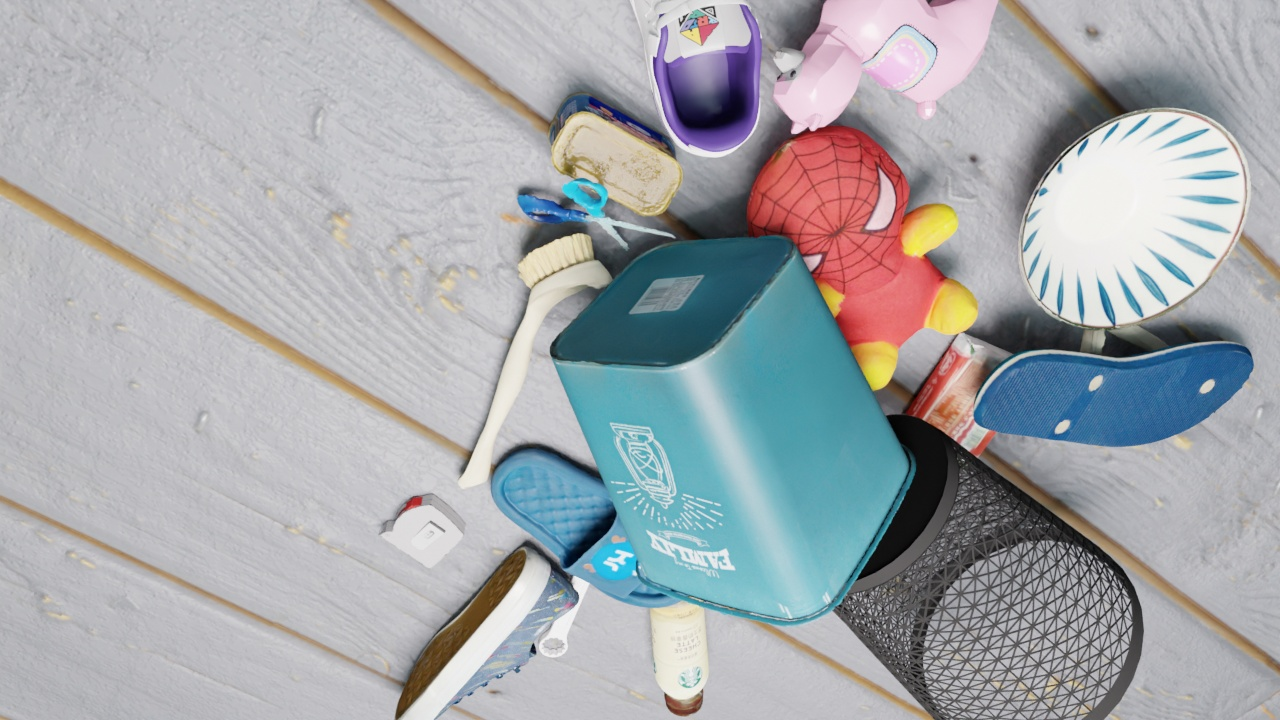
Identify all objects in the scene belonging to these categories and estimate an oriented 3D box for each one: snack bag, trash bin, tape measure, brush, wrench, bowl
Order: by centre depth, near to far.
[{"bbox_3d":[0.063,0.040,0.685,0.197,0.198,0.219,3,131,43],"label":"trash bin"},{"bbox_3d":[0.373,-0.118,0.727,0.177,0.070,0.177,-2,118,-3],"label":"bowl"},{"bbox_3d":[-0.101,0.008,0.766,0.061,0.077,0.273,-4,134,-44],"label":"brush"},{"bbox_3d":[0.262,0.182,0.790,0.217,0.216,0.243,-42,114,16],"label":"trash bin"},{"bbox_3d":[0.291,0.038,0.822,0.077,0.036,0.116,20,115,-14],"label":"snack bag"},{"bbox_3d":[-0.200,0.158,0.853,0.062,0.020,0.060,-42,113,16],"label":"tape measure"},{"bbox_3d":[-0.047,0.187,0.888,0.047,0.009,0.274,16,115,-13],"label":"wrench"}]

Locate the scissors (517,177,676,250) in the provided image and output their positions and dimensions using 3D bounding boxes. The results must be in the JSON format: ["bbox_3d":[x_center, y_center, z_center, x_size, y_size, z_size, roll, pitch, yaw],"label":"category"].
[{"bbox_3d":[-0.039,-0.111,0.696,0.134,0.127,0.014,10,79,27],"label":"scissors"}]

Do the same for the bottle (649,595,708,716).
[{"bbox_3d":[0.039,0.287,0.921,0.056,0.056,0.162,-6,118,-2],"label":"bottle"}]

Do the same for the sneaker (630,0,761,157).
[{"bbox_3d":[0.032,-0.247,0.607,0.092,0.111,0.244,-12,118,1],"label":"sneaker"}]

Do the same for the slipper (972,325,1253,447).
[{"bbox_3d":[0.404,0.019,0.804,0.294,0.060,0.118,1,124,-22],"label":"slipper"}]

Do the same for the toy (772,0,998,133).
[{"bbox_3d":[0.167,-0.218,0.640,0.123,0.067,0.157,32,91,-17],"label":"toy"}]

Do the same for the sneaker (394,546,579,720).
[{"bbox_3d":[-0.149,0.285,0.889,0.079,0.087,0.236,36,106,-19],"label":"sneaker"}]

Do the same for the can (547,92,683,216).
[{"bbox_3d":[-0.019,-0.152,0.683,0.099,0.059,0.054,25,113,-16],"label":"can"}]

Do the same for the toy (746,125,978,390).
[{"bbox_3d":[0.163,-0.085,0.712,0.147,0.098,0.216,-38,116,4],"label":"toy"}]

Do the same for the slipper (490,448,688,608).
[{"bbox_3d":[-0.044,0.161,0.833,0.213,0.059,0.104,33,114,-7],"label":"slipper"}]
